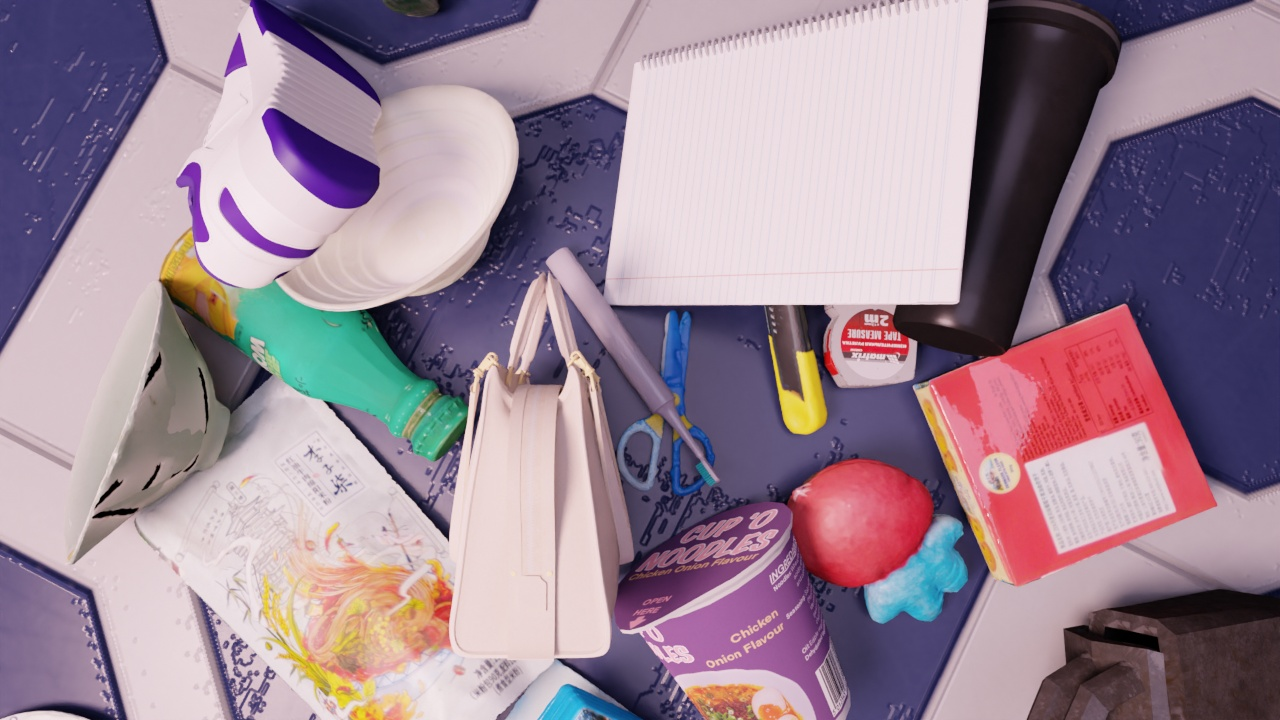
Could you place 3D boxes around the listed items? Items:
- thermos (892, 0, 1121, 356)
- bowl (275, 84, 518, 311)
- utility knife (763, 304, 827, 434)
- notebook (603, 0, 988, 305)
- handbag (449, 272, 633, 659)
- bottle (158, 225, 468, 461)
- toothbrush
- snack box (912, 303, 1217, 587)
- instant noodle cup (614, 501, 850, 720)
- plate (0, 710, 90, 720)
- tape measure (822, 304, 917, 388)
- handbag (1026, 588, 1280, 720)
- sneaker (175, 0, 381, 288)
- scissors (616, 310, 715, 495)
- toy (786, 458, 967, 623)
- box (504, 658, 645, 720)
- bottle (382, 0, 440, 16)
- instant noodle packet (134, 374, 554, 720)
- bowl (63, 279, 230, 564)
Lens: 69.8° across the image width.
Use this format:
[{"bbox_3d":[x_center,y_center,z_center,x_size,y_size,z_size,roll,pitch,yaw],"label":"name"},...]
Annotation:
[{"bbox_3d":[0.226,-0.117,0.588,0.106,0.106,0.218,17,84,1],"label":"thermos"},{"bbox_3d":[-0.148,-0.092,0.589,0.177,0.058,0.176,-10,57,16],"label":"bowl"},{"bbox_3d":[0.092,-0.043,0.599,0.029,0.020,0.188,-5,101,41],"label":"utility knife"},{"bbox_3d":[0.081,-0.122,0.560,0.246,0.013,0.178,3,83,40],"label":"notebook"},{"bbox_3d":[-0.054,0.048,0.526,0.101,0.194,0.198,0,88,-1],"label":"handbag"},{"bbox_3d":[-0.205,-0.010,0.594,0.209,0.068,0.068,35,85,2],"label":"bottle"},{"bbox_3d":[-0.004,0.004,0.609,0.019,0.018,0.188,-37,80,9],"label":"toothbrush"},{"bbox_3d":[0.277,0.055,0.606,0.145,0.040,0.142,-21,85,-2],"label":"snack box"},{"bbox_3d":[0.061,0.174,0.557,0.136,0.122,0.122,-35,99,-47],"label":"instant noodle cup"},{"bbox_3d":[-0.385,0.305,0.590,0.157,0.014,0.157,0,84,0],"label":"plate"},{"bbox_3d":[0.154,-0.012,0.620,0.060,0.020,0.062,3,84,-6],"label":"tape measure"},{"bbox_3d":[0.316,0.249,0.557,0.199,0.102,0.197,0,84,-17],"label":"handbag"},{"bbox_3d":[-0.227,-0.130,0.562,0.111,0.244,0.091,-44,130,16],"label":"sneaker"},{"bbox_3d":[0.026,0.028,0.621,0.070,0.022,0.130,10,81,3],"label":"scissors"},{"bbox_3d":[0.155,0.116,0.593,0.133,0.062,0.092,39,107,-15],"label":"toy"},{"bbox_3d":[-0.093,0.312,0.579,0.091,0.085,0.243,39,84,-34],"label":"box"},{"bbox_3d":[-0.151,-0.319,0.628,0.056,0.056,0.160,4,84,0],"label":"bottle"},{"bbox_3d":[-0.195,0.143,0.590,0.269,0.057,0.146,43,84,9],"label":"instant noodle packet"},{"bbox_3d":[-0.298,0.042,0.572,0.067,0.174,0.174,19,83,-35],"label":"bowl"}]
